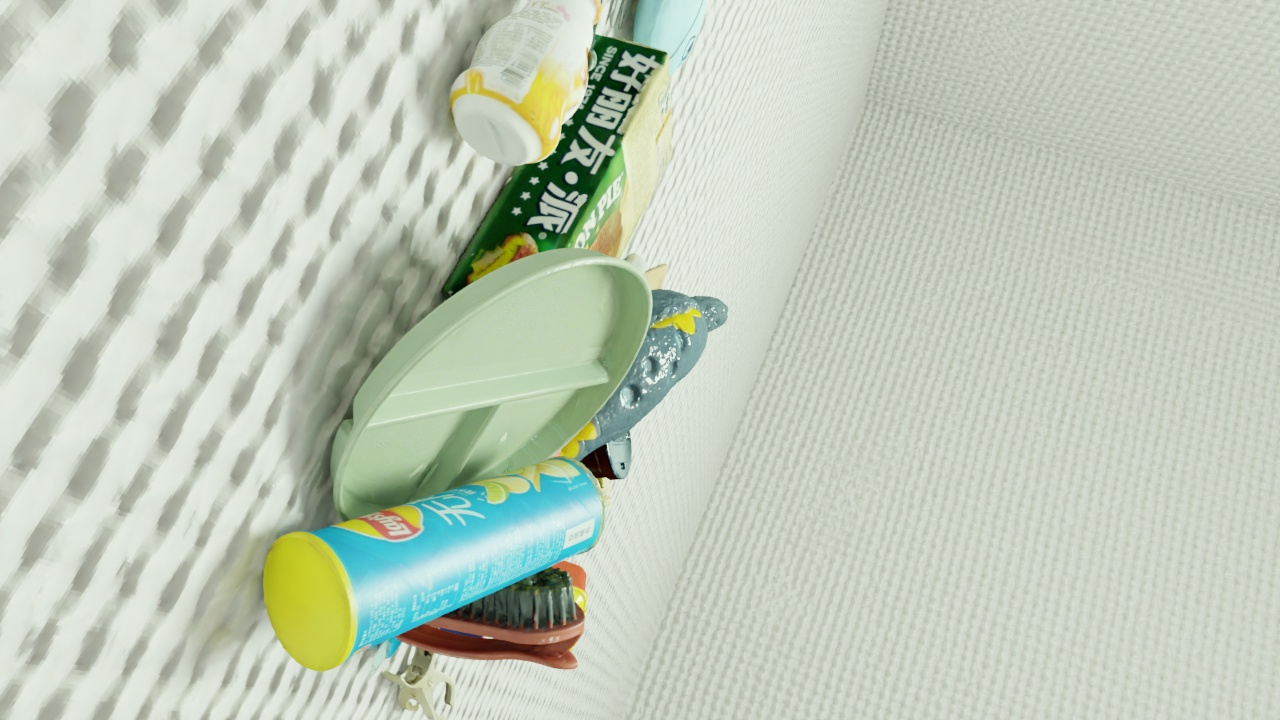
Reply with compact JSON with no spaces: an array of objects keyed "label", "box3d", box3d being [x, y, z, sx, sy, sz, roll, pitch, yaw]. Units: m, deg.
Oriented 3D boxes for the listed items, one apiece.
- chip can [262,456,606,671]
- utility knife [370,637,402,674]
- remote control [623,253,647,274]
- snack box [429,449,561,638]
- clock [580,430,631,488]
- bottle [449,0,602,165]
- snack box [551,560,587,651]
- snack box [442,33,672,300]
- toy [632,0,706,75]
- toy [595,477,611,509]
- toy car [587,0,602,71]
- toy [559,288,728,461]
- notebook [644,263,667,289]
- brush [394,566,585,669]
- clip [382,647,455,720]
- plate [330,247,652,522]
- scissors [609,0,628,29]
[{"label":"chip can","box3d":[-0.110,0.110,0.544,0.209,0.071,0.071,-11,122,-55]},{"label":"utility knife","box3d":[-0.159,0.168,0.697,0.034,0.018,0.160,99,17,-44]},{"label":"remote control","box3d":[-0.041,-0.040,0.742,0.136,0.020,0.055,-35,-157,54]},{"label":"snack box","box3d":[-0.107,0.111,0.690,0.058,0.057,0.207,24,80,-71]},{"label":"clock","box3d":[-0.046,0.067,0.912,0.082,0.055,0.122,14,68,-72]},{"label":"bottle","box3d":[-0.058,-0.162,0.506,0.063,0.063,0.108,82,30,-65]},{"label":"snack box","box3d":[-0.099,0.263,0.987,0.080,0.082,0.091,-77,-176,-75]},{"label":"snack box","box3d":[-0.047,-0.104,0.651,0.115,0.063,0.239,84,29,-64]},{"label":"toy","box3d":[0.027,-0.287,0.712,0.161,0.050,0.156,62,50,-78]},{"label":"toy","box3d":[-0.073,0.151,0.933,0.157,0.066,0.105,-13,117,-68]},{"label":"toy car","box3d":[-0.042,-0.214,0.568,0.042,0.034,0.091,-56,164,-58]},{"label":"toy","box3d":[-0.005,0.005,0.825,0.355,0.091,0.138,-43,158,-43]},{"label":"notebook","box3d":[-0.016,-0.026,1.037,0.211,0.012,0.150,-37,144,-69]},{"label":"brush","box3d":[-0.106,0.169,0.622,0.063,0.146,0.069,-36,131,-68]},{"label":"clip","box3d":[-0.176,0.254,0.734,0.100,0.035,0.070,85,27,-45]},{"label":"plate","box3d":[-0.087,0.021,0.556,0.229,0.027,0.231,-37,158,-18]},{"label":"scissors","box3d":[0.008,-0.328,0.666,0.125,0.012,0.174,-58,164,-44]}]
